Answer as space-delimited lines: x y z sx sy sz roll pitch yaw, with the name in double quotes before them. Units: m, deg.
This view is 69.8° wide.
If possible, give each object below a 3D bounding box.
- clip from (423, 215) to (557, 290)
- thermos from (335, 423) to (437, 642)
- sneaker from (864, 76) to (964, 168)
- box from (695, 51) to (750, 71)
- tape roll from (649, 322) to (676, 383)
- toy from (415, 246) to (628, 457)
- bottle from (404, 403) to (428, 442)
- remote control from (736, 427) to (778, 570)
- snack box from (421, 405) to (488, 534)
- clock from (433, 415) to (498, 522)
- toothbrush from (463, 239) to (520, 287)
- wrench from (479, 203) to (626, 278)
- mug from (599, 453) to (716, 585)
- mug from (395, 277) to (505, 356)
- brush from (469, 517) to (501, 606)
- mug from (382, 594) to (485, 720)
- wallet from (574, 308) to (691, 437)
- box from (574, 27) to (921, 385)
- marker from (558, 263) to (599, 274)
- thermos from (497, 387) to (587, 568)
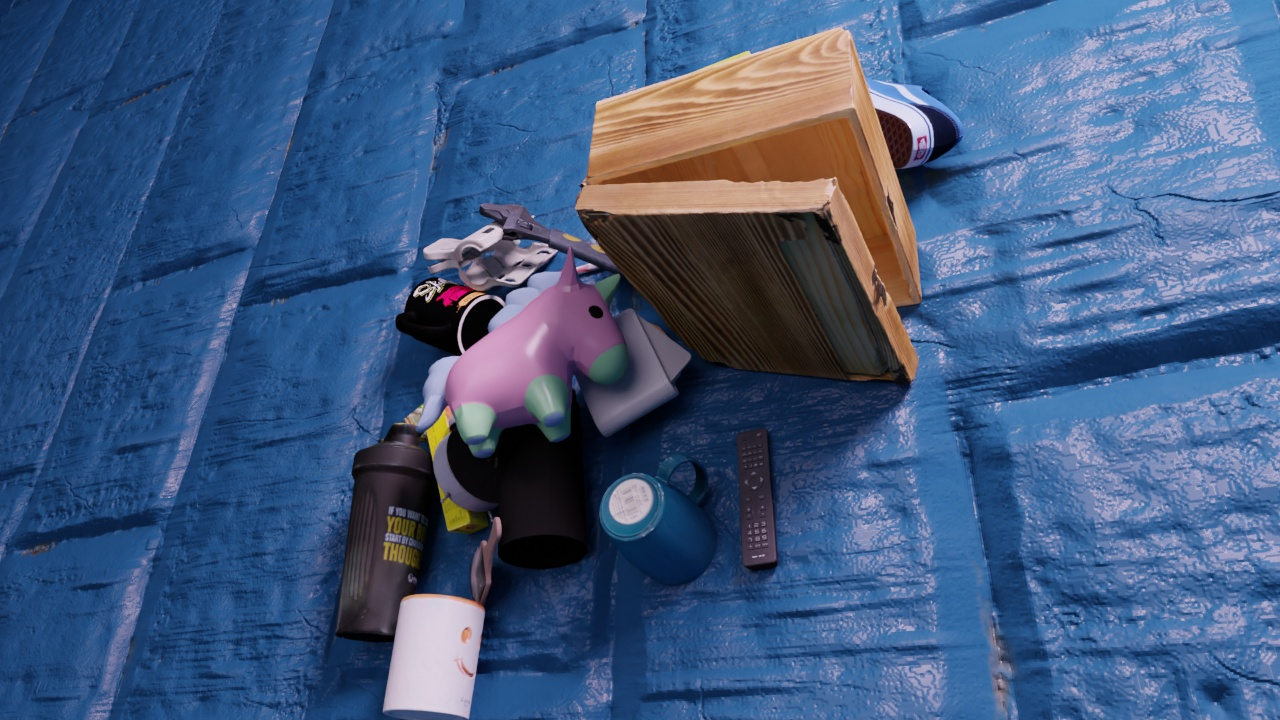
"clip" -0.187 -0.142 1.096 0.152 0.101 0.126 15 28 15
"thermos" -0.271 0.184 0.981 0.098 0.098 0.220 -9 64 24
"sneaker" 0.247 -0.270 0.992 0.098 0.083 0.241 -18 38 -25
"box" 0.089 -0.231 1.038 0.125 0.079 0.220 -13 55 21
"tape roll" -0.006 0.006 0.978 0.094 0.027 0.093 -14 56 21
"toy" -0.115 -0.004 0.892 0.222 0.120 0.171 -12 66 -2
"bottle" -0.219 0.049 1.061 0.111 0.043 0.043 -38 51 5
"remote control" 0.108 0.126 0.850 0.032 0.015 0.136 -14 53 21
"snack box" -0.201 0.113 0.992 0.029 0.040 0.148 -24 66 14
"clock" -0.171 0.102 0.969 0.035 0.094 0.122 -37 39 35
"toothbrush" -0.213 -0.103 1.166 0.155 0.015 0.022 -41 52 1
"wrench" -0.069 -0.127 1.044 0.273 0.022 0.073 22 31 16
"mug" 0.020 0.137 0.834 0.084 0.104 0.112 26 77 37
"mug" -0.230 -0.046 1.079 0.098 0.117 0.082 19 111 36
"brush" -0.153 0.193 0.892 0.015 0.136 0.049 1 50 -20
"mug" -0.197 0.286 0.878 0.082 0.082 0.105 -10 58 24
"wallet" -0.008 0.002 0.938 0.115 0.037 0.118 -31 55 9
"box" 0.100 -0.104 0.826 0.252 0.279 0.191 -8 59 25
"marker" -0.069 -0.108 1.092 0.142 0.013 0.012 -13 56 22
"thermos" -0.101 0.102 0.934 0.086 0.086 0.198 -18 55 18
